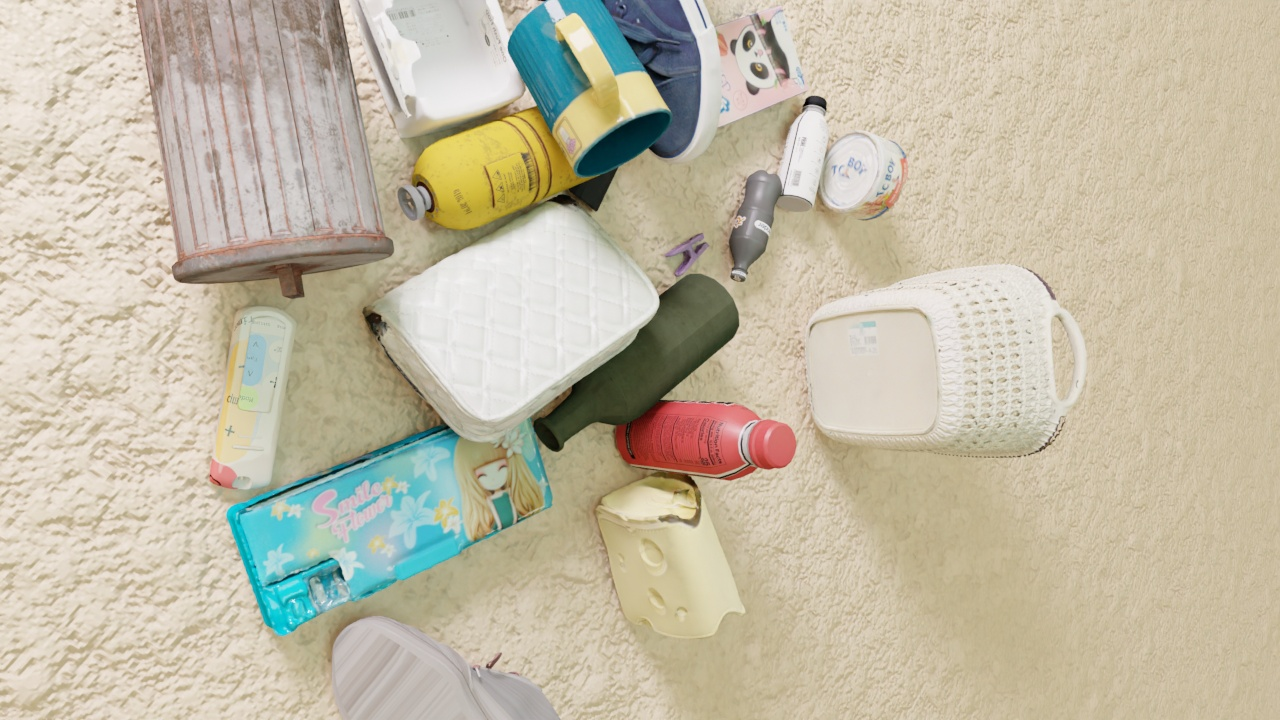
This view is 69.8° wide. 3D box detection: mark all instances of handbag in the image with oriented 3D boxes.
[{"bbox_3d":[0.025,0.161,0.770,0.081,0.111,0.119,-22,102,-26],"label":"handbag"},{"bbox_3d":[-0.093,-0.033,0.696,0.194,0.073,0.139,-35,78,-31],"label":"handbag"}]

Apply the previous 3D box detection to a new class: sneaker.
[{"bbox_3d":[-0.124,0.265,0.685,0.236,0.089,0.099,44,98,-7],"label":"sneaker"},{"bbox_3d":[-0.041,-0.284,0.722,0.127,0.121,0.294,-34,101,-43],"label":"sneaker"}]

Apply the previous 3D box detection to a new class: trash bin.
[{"bbox_3d":[-0.234,-0.144,0.571,0.130,0.131,0.211,-12,95,-36],"label":"trash bin"}]

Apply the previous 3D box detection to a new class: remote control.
[{"bbox_3d":[-0.022,-0.196,0.798,0.033,0.015,0.146,34,70,-31],"label":"remote control"},{"bbox_3d":[-0.261,0.025,0.618,0.038,0.018,0.125,10,85,-36],"label":"remote control"}]

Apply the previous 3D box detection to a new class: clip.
[{"bbox_3d":[0.045,-0.099,0.849,0.051,0.013,0.033,-38,113,-33],"label":"clip"}]

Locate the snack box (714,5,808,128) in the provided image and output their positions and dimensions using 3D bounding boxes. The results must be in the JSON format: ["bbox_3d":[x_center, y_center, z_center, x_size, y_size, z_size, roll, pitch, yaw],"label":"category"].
[{"bbox_3d":[0.088,-0.275,0.871,0.153,0.033,0.088,-30,106,-33],"label":"snack box"}]

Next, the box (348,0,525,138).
[{"bbox_3d":[-0.162,-0.218,0.649,0.188,0.101,0.111,-38,111,-53],"label":"box"}]

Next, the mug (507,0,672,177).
[{"bbox_3d":[-0.037,-0.202,0.650,0.083,0.113,0.107,-28,85,-2],"label":"mug"}]

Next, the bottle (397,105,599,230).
[{"bbox_3d":[-0.107,-0.147,0.700,0.163,0.071,0.071,-31,107,-33],"label":"bottle"}]

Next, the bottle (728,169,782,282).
[{"bbox_3d":[0.107,-0.128,0.880,0.036,0.036,0.109,26,75,-33],"label":"bottle"}]

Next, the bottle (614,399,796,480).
[{"bbox_3d":[0.053,0.064,0.750,0.062,0.177,0.062,1,89,-37],"label":"bottle"}]

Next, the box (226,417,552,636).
[{"bbox_3d":[-0.171,0.107,0.669,0.226,0.039,0.094,-22,102,-35],"label":"box"}]

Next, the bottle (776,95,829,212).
[{"bbox_3d":[0.165,-0.210,0.921,0.041,0.041,0.116,22,77,-34],"label":"bottle"}]

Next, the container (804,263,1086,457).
[{"bbox_3d":[0.272,0.005,0.882,0.143,0.252,0.184,-3,89,-27],"label":"container"}]

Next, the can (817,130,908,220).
[{"bbox_3d":[0.226,-0.189,0.938,0.043,0.086,0.086,9,84,-36],"label":"can"}]

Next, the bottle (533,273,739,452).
[{"bbox_3d":[-0.005,0.005,0.774,0.206,0.072,0.071,-39,111,-30],"label":"bottle"}]
